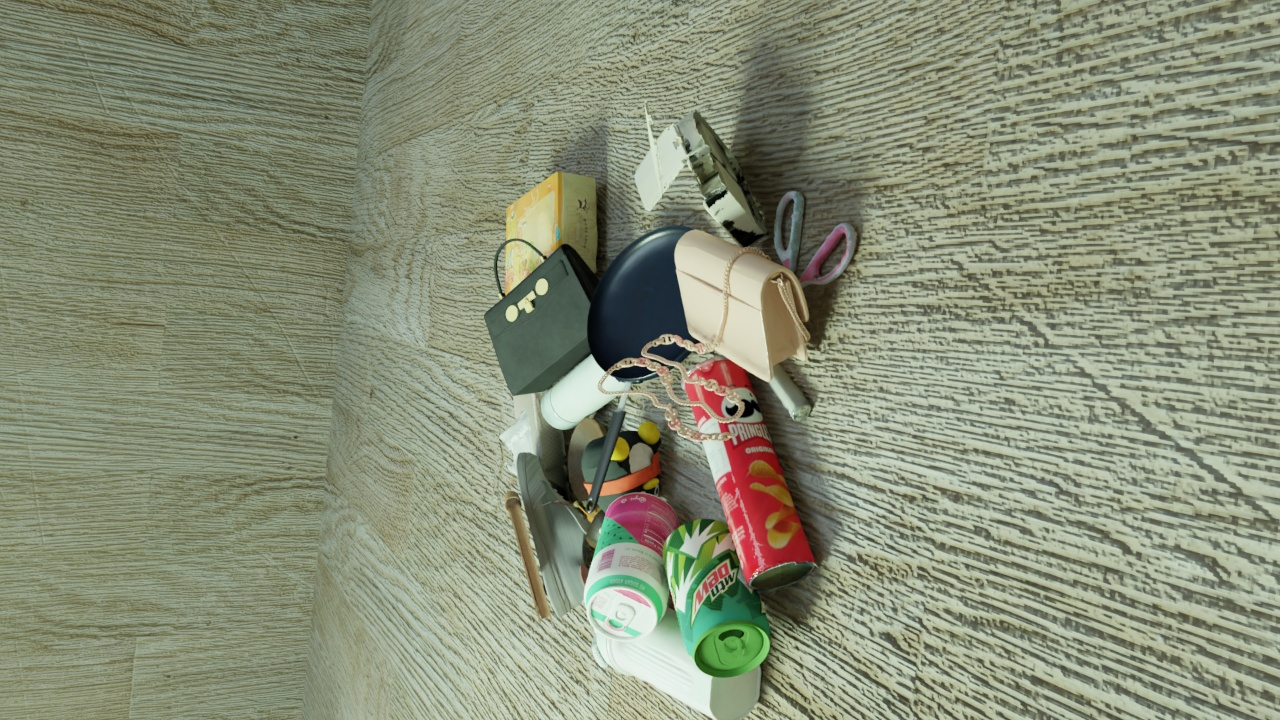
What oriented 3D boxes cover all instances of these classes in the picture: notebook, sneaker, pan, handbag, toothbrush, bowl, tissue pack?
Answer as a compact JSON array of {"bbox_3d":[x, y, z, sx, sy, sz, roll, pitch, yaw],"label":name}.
[{"bbox_3d":[-0.161,0.270,1.299,0.211,0.022,0.169,146,108,-80],"label":"notebook"},{"bbox_3d":[-0.106,0.227,1.261,0.099,0.089,0.236,92,161,-64],"label":"sneaker"},{"bbox_3d":[-0.006,0.006,1.071,0.199,0.021,0.356,3,71,44],"label":"pan"},{"bbox_3d":[-0.141,-0.083,1.259,0.176,0.072,0.195,-37,75,28],"label":"handbag"},{"bbox_3d":[0.123,-0.003,0.952,0.024,0.022,0.185,-54,40,19],"label":"toothbrush"},{"bbox_3d":[0.056,-0.032,0.882,0.199,0.187,0.117,36,150,54],"label":"handbag"},{"bbox_3d":[-0.061,0.137,1.251,0.118,0.030,0.117,-15,72,59],"label":"bowl"},{"bbox_3d":[-0.158,0.134,1.367,0.104,0.071,0.181,-5,93,60],"label":"tissue pack"}]

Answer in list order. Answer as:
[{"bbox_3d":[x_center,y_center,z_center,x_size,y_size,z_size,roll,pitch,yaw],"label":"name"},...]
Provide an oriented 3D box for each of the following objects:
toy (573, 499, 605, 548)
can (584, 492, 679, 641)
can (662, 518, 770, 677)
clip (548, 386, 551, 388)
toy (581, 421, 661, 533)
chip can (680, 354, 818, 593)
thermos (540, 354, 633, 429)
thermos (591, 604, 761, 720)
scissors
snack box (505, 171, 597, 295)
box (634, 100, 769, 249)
[{"bbox_3d":[-0.050,0.211,1.190,0.100,0.062,0.076,39,156,40],"label":"toy"},{"bbox_3d":[-0.008,0.223,1.012,0.165,0.088,0.088,-73,5,-62],"label":"can"},{"bbox_3d":[0.074,0.233,0.910,0.144,0.083,0.083,-107,33,-57],"label":"can"},{"bbox_3d":[-0.148,0.056,1.428,0.048,0.023,0.076,-61,39,34],"label":"clip"},{"bbox_3d":[-0.019,0.145,1.118,0.100,0.097,0.119,-14,96,44],"label":"toy"},{"bbox_3d":[0.105,0.109,0.915,0.073,0.073,0.232,-53,43,44],"label":"chip can"},{"bbox_3d":[-0.060,0.029,1.230,0.231,0.067,0.067,-37,54,54],"label":"thermos"},{"bbox_3d":[0.031,0.317,0.995,0.221,0.099,0.099,6,91,57],"label":"thermos"},{"bbox_3d":[0.153,-0.094,0.924,0.173,0.014,0.158,-58,40,44],"label":"scissors"},{"bbox_3d":[-0.130,-0.179,1.371,0.196,0.080,0.145,-14,74,59],"label":"snack box"},{"bbox_3d":[0.030,-0.194,0.947,0.101,0.194,0.143,-32,48,19],"label":"box"}]
